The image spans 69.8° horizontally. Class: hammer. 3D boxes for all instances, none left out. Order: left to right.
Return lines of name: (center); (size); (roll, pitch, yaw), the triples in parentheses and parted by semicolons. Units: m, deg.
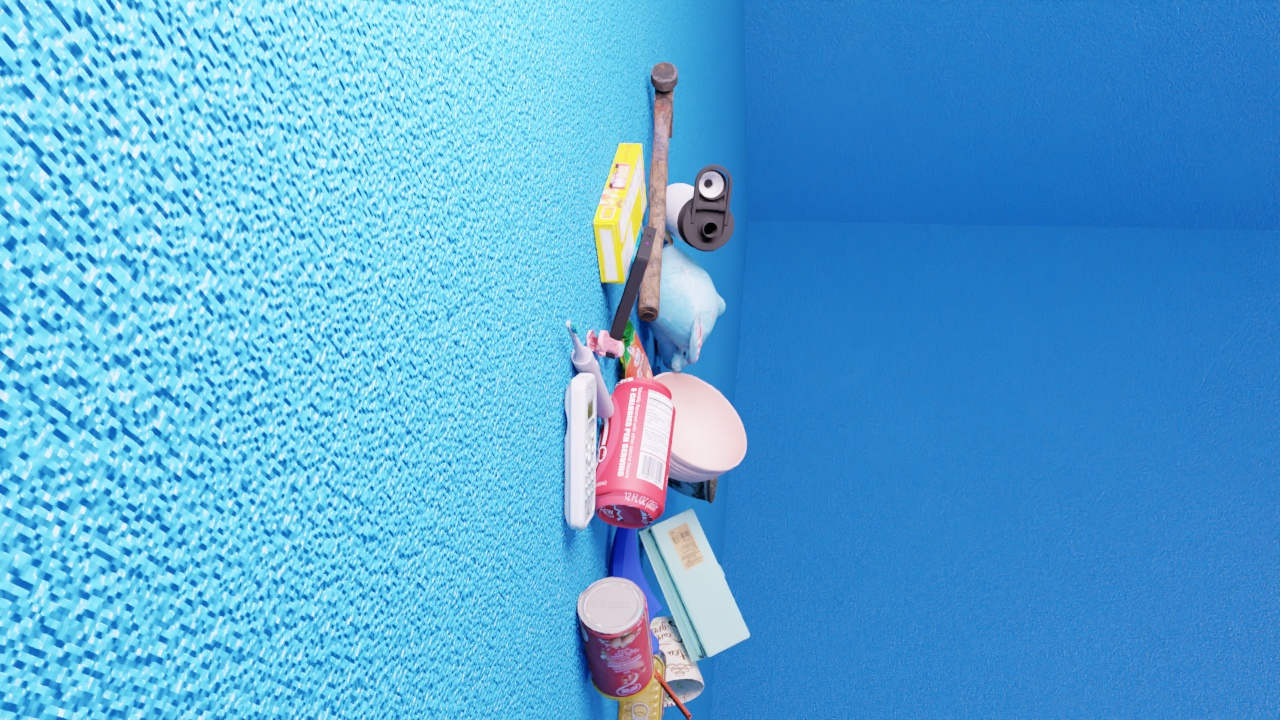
hammer: (0.021, -0.190, 1.089); (0.120, 0.033, 0.329); (85, 8, -62)

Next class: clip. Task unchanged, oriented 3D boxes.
clip: (-0.039, -0.016, 0.885); (0.060, 0.044, 0.023); (14, 74, -53)

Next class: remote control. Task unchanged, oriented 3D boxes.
remote control: (-0.054, 0.079, 0.799); (0.050, 0.022, 0.133); (-43, 134, -76)
remote control: (-0.011, -0.066, 0.917); (0.058, 0.013, 0.134); (-77, -174, -48)

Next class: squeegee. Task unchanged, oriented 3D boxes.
squeegee: (-0.006, 0.271, 1.023); (0.249, 0.055, 0.185); (-172, -105, -74)

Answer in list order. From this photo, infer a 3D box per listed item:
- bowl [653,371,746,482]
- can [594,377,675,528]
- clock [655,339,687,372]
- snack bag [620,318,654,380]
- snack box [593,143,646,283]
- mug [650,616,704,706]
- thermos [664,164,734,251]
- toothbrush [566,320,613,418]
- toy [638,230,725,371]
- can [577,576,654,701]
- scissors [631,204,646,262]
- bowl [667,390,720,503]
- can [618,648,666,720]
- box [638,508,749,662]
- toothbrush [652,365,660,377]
bowl: (0.051, 0.095, 1.159); (0.076, 0.153, 0.152); (-51, -164, 38)
can: (-0.006, 0.093, 0.931); (0.074, 0.074, 0.142); (79, 16, -55)
clock: (0.051, -0.035, 1.326); (0.088, 0.052, 0.124); (-62, 153, -73)
snack bag: (-0.006, 0.006, 1.041); (0.155, 0.044, 0.087); (77, 12, -45)
snack box: (-0.019, -0.153, 0.940); (0.151, 0.025, 0.075); (-77, 166, -47)
mug: (0.029, 0.421, 1.262); (0.097, 0.081, 0.122); (-105, -148, -43)
thermos: (0.066, -0.194, 1.131); (0.230, 0.068, 0.101); (-117, -150, -74)
toothbrush: (-0.047, 0.010, 0.831); (0.188, 0.019, 0.018); (74, 19, -64)
toy: (0.054, -0.061, 1.160); (0.181, 0.114, 0.183); (91, -16, -60)
can: (-0.023, 0.276, 0.906); (0.066, 0.067, 0.125); (-77, 166, -48)
scissors: (0.000, -0.171, 1.086); (0.129, 0.014, 0.117); (-74, 162, -55)
bowl: (0.061, 0.118, 1.297); (0.160, 0.094, 0.160); (4, 89, -81)
can: (0.004, 0.416, 1.160); (0.059, 0.054, 0.099); (55, 39, -78)
box: (0.076, 0.297, 1.233); (0.077, 0.091, 0.188); (30, 36, -78)
toothbrush: (0.015, 0.049, 1.248); (0.132, 0.016, 0.021); (-79, 169, -53)
